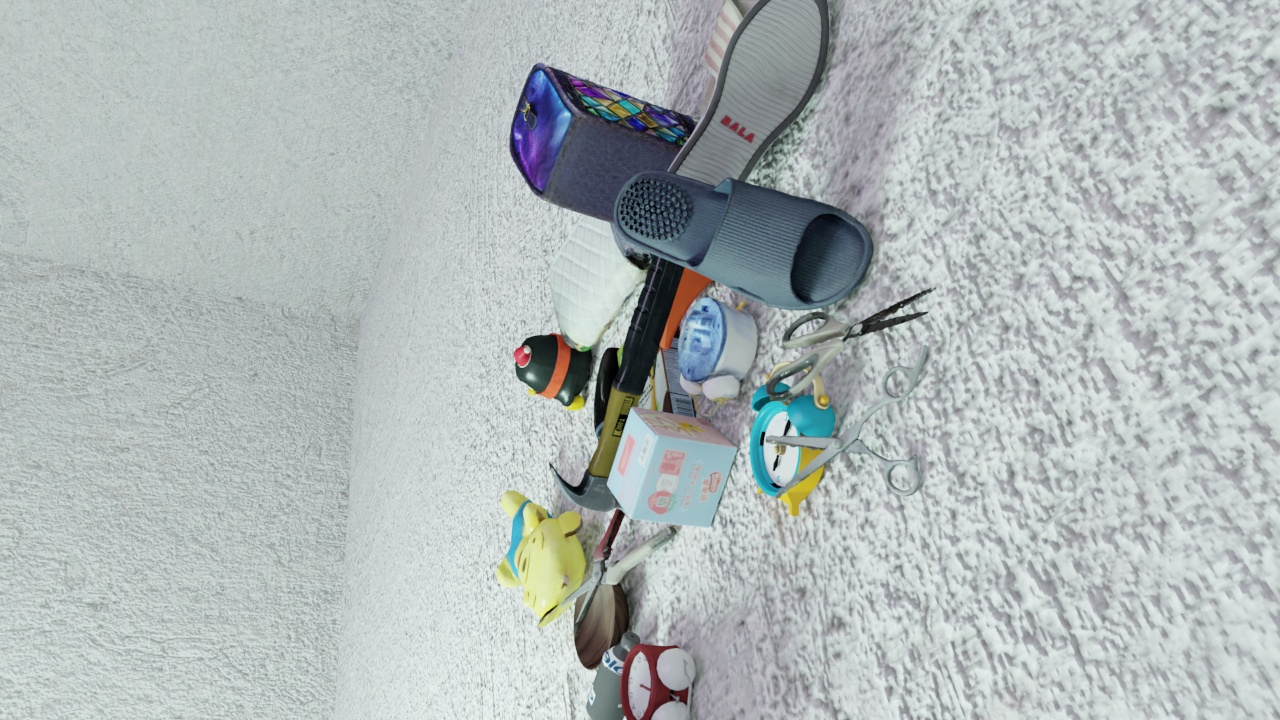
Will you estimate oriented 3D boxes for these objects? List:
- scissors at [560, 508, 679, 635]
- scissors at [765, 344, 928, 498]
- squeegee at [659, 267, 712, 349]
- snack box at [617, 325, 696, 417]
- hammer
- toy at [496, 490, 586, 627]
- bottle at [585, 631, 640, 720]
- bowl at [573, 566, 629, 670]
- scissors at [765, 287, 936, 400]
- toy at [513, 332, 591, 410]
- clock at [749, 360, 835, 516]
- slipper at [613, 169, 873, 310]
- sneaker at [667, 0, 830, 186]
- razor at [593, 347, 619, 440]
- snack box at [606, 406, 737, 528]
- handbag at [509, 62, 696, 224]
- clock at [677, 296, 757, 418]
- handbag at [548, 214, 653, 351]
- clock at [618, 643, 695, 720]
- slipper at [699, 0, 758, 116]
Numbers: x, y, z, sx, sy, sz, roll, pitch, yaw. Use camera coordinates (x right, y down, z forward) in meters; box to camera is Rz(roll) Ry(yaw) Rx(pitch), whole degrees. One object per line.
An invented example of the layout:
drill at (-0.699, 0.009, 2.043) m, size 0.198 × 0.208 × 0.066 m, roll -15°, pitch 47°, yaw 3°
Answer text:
scissors at (-0.022, 0.220, 1.050) m, size 0.180 × 0.015 × 0.199 m, roll -17°, pitch 46°, yaw 50°
scissors at (0.168, 0.052, 0.726) m, size 0.142 × 0.014 × 0.165 m, roll 28°, pitch 98°, yaw 44°
squeegee at (0.056, -0.100, 1.018) m, size 0.185 × 0.055 × 0.249 m, roll -69°, pitch 23°, yaw 13°
snack box at (0.017, 0.036, 1.074) m, size 0.101 × 0.031 × 0.185 m, roll -53°, pitch 35°, yaw 43°
hammer at (-0.005, 0.006, 0.949) m, size 0.025 × 0.117 × 0.333 m, roll 44°, pitch 119°, yaw 62°
toy at (-0.130, 0.264, 1.235) m, size 0.214 × 0.084 × 0.149 m, roll 6°, pitch 92°, yaw 64°
bottle at (-0.026, 0.352, 1.017) m, size 0.047 × 0.047 × 0.112 m, roll 49°, pitch 124°, yaw 60°
bowl at (-0.042, 0.305, 1.086) m, size 0.120 × 0.032 × 0.119 m, roll -38°, pitch 46°, yaw 55°
scissors at (0.163, -0.014, 0.754) m, size 0.153 × 0.012 × 0.163 m, roll -51°, pitch 23°, yaw -3°
toy at (-0.131, 0.007, 1.305) m, size 0.100 × 0.119 × 0.097 m, roll -68°, pitch 26°, yaw 15°
clock at (0.131, 0.065, 0.811) m, size 0.099 × 0.043 × 0.130 m, roll -152°, pitch 68°, yaw -64°
slipper at (0.073, -0.115, 0.823) m, size 0.264 × 0.082 × 0.101 m, roll 21°, pitch 98°, yaw 30°
sneaker at (0.109, -0.263, 0.955) m, size 0.263 × 0.097 × 0.128 m, roll -60°, pitch 6°, yaw 17°
razor at (-0.028, 0.046, 1.146) m, size 0.064 × 0.053 × 0.140 m, roll -29°, pitch 52°, yaw 45°
snack box at (0.031, 0.109, 0.940) m, size 0.079 × 0.094 × 0.093 m, roll 44°, pitch 120°, yaw 62°
handbag at (-0.043, -0.262, 1.116) m, size 0.126 × 0.204 × 0.221 m, roll -65°, pitch 26°, yaw 27°
clock at (0.075, -0.003, 0.944) m, size 0.089 × 0.052 × 0.125 m, roll 17°, pitch 95°, yaw 65°
handbag at (-0.052, -0.119, 1.246) m, size 0.195 × 0.072 × 0.138 m, roll -50°, pitch 46°, yaw 46°
clock at (0.019, 0.332, 0.930) m, size 0.125 × 0.044 × 0.087 m, roll 165°, pitch 114°, yaw -64°
slipper at (0.126, -0.368, 0.990) m, size 0.264 × 0.052 × 0.115 m, roll -55°, pitch 35°, yaw 40°
